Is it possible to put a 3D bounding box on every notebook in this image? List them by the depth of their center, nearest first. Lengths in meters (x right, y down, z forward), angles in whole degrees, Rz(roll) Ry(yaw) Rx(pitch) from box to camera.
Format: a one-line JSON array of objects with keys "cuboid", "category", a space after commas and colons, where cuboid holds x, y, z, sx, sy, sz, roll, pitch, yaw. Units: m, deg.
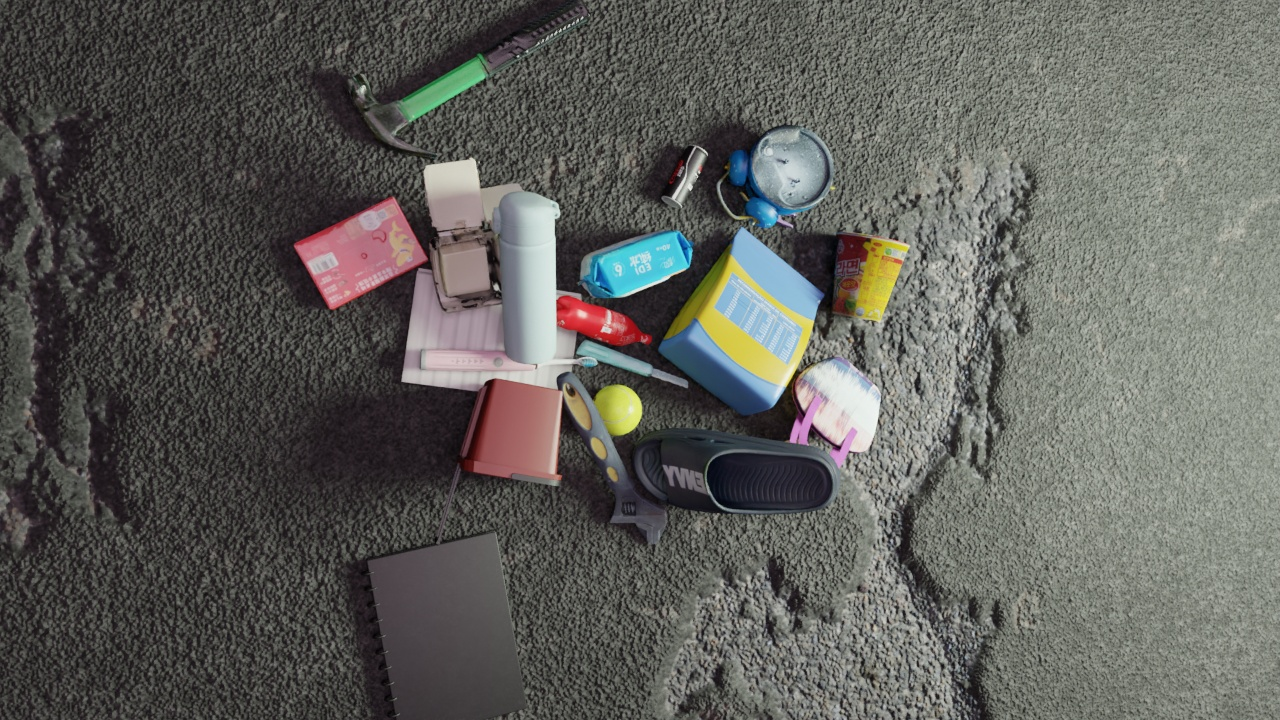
[{"cuboid": [-0.245, 0.344, 1.147, 0.169, 0.019, 0.231, -10, 93, -16], "category": "notebook"}, {"cuboid": [-0.186, -0.030, 1.165, 0.209, 0.009, 0.142, 8, 89, -15], "category": "notebook"}]

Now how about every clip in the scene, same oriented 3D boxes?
[{"cuboid": [0.189, -0.198, 1.262, 0.052, 0.013, 0.036, 14, 85, -12], "category": "clip"}]

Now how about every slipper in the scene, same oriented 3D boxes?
[{"cuboid": [0.112, 0.153, 1.153, 0.268, 0.083, 0.111, 3, 106, 18], "category": "slipper"}]

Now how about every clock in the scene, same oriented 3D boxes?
[{"cuboid": [0.179, -0.245, 1.229, 0.161, 0.060, 0.117, -24, 89, -12], "category": "clock"}]

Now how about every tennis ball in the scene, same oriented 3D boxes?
[{"cuboid": [-0.031, 0.064, 1.177, 0.065, 0.065, 0.065, 0, 90, -15], "category": "tennis ball"}]

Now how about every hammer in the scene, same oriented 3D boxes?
[{"cuboid": [-0.199, -0.367, 1.150, 0.318, 0.032, 0.130, -35, 98, -13], "category": "hammer"}]

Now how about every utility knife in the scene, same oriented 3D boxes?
[{"cuboid": [-0.007, 0.007, 1.208, 0.158, 0.015, 0.022, 20, 86, -12], "category": "utility knife"}]

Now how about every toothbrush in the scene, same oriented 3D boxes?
[{"cuboid": [-0.163, 0.000, 1.152, 0.222, 0.026, 0.027, 1, 104, -14], "category": "toothbrush"}]

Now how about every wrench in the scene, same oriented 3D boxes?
[{"cuboid": [-0.038, 0.130, 1.162, 0.073, 0.022, 0.273, -20, 114, 12], "category": "wrench"}]

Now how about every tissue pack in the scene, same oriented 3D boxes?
[{"cuboid": [-0.010, -0.121, 1.169, 0.144, 0.093, 0.062, -21, 102, -13], "category": "tissue pack"}]

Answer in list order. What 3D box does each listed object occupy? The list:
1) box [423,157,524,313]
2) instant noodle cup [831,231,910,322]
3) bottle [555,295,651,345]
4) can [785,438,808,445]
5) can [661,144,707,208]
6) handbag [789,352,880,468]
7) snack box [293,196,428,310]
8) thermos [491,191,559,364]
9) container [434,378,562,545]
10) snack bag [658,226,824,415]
[{"cuboid": [-0.192, -0.159, 1.125, 0.144, 0.101, 0.187, -11, 111, -18], "category": "box"}, {"cuboid": [0.305, -0.113, 1.255, 0.100, 0.100, 0.112, 11, 96, -15], "category": "instant noodle cup"}, {"cuboid": [-0.048, -0.046, 1.179, 0.141, 0.042, 0.042, 18, 85, -27], "category": "bottle"}, {"cuboid": [0.205, 0.152, 1.239, 0.067, 0.067, 0.076, -22, 96, -14], "category": "can"}, {"cuboid": [0.059, -0.244, 1.217, 0.031, 0.031, 0.080, 28, 83, -13], "category": "can"}, {"cuboid": [0.245, 0.086, 1.213, 0.144, 0.068, 0.169, 40, 54, -12], "category": "handbag"}, {"cuboid": [-0.339, -0.131, 1.118, 0.132, 0.021, 0.089, -29, 98, -13], "category": "snack box"}, {"cuboid": [-0.134, -0.097, 1.089, 0.078, 0.065, 0.207, -2, 123, -7], "category": "thermos"}, {"cuboid": [-0.163, 0.128, 1.100, 0.127, 0.148, 0.200, 12, 83, -14], "category": "container"}, {"cuboid": [0.143, -0.055, 1.212, 0.159, 0.102, 0.204, 37, 68, -12], "category": "snack bag"}]
